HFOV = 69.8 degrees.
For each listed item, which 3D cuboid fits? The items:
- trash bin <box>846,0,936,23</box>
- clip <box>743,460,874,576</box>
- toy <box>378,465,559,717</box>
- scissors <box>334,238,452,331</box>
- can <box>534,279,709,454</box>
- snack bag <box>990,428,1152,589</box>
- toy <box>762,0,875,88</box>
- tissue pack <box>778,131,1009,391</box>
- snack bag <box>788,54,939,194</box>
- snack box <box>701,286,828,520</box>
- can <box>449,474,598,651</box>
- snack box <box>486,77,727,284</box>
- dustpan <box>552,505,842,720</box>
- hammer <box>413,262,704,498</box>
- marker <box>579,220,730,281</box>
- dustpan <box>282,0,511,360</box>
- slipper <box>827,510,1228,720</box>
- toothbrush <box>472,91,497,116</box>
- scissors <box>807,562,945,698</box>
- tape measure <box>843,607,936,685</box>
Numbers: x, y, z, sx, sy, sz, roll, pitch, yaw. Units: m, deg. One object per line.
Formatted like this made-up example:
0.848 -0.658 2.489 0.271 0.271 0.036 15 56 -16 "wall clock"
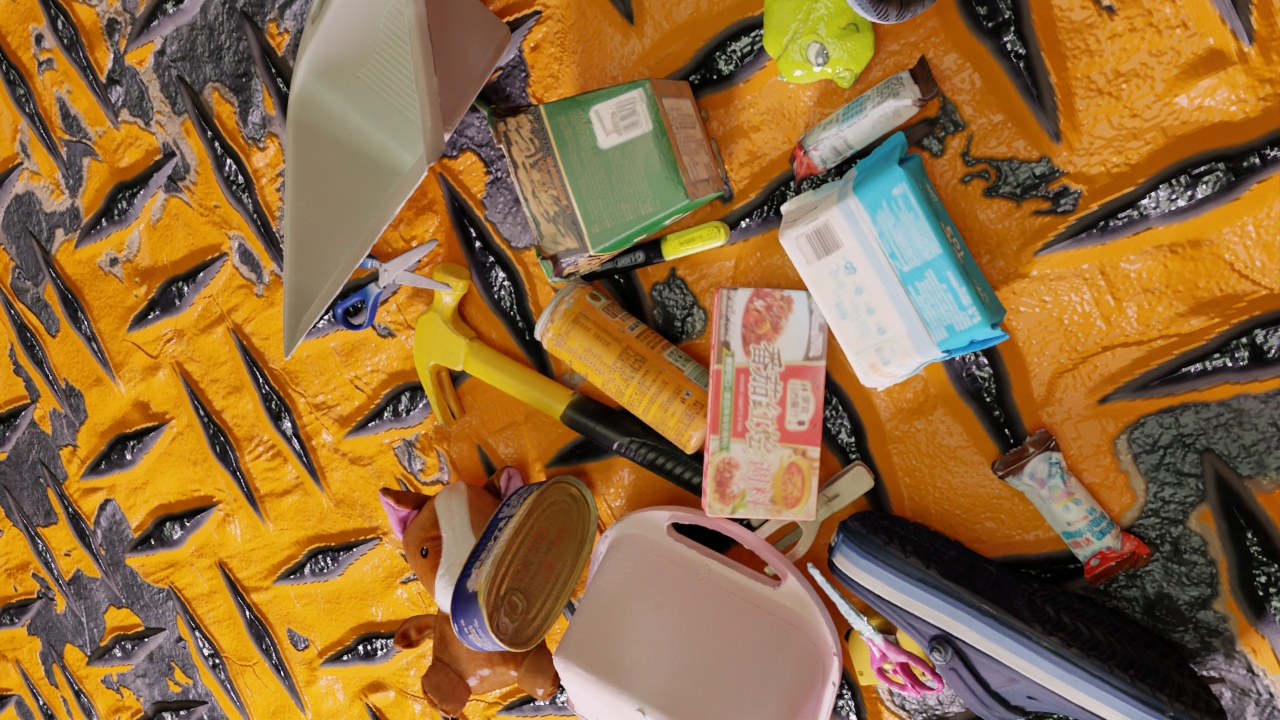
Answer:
0.077 -0.307 0.450 0.195 0.226 0.227 31 118 28 "trash bin"
0.113 0.113 0.642 0.035 0.094 0.103 53 131 2 "clip"
-0.140 0.190 0.761 0.140 0.130 0.199 -8 94 -10 "toy"
-0.216 -0.077 0.749 0.155 0.012 0.167 51 132 12 "scissors"
-0.004 0.004 0.665 0.146 0.058 0.058 36 118 11 "can"
0.272 0.094 0.580 0.105 0.026 0.045 51 123 5 "snack bag"
0.108 -0.218 0.553 0.097 0.031 0.100 41 116 12 "toy"
0.155 -0.057 0.564 0.090 0.063 0.140 -30 91 32 "tissue pack"
0.132 -0.144 0.560 0.104 0.048 0.026 -30 125 27 "snack bag"
0.083 0.028 0.611 0.075 0.025 0.153 3 93 -3 "snack box"
-0.088 0.154 0.705 0.049 0.147 0.074 -18 122 41 "can"
-0.014 -0.127 0.595 0.106 0.117 0.118 -17 98 25 "snack box"
0.050 0.236 0.708 0.223 0.138 0.274 23 153 20 "dustpan"
-0.054 0.038 0.715 0.301 0.032 0.129 26 117 16 "hammer"
0.006 -0.077 0.658 0.124 0.015 0.018 -13 95 30 "marker"
-0.199 -0.175 0.613 0.142 0.257 0.223 36 133 -18 "dustpan"
0.231 0.186 0.584 0.253 0.105 0.095 27 109 18 "slipper"
-0.111 -0.182 0.682 0.186 0.012 0.017 44 131 7 "toothbrush"
0.153 0.182 0.619 0.133 0.017 0.054 49 143 -13 "scissors"
0.179 0.207 0.661 0.060 0.028 0.057 -15 99 29 "tape measure"
